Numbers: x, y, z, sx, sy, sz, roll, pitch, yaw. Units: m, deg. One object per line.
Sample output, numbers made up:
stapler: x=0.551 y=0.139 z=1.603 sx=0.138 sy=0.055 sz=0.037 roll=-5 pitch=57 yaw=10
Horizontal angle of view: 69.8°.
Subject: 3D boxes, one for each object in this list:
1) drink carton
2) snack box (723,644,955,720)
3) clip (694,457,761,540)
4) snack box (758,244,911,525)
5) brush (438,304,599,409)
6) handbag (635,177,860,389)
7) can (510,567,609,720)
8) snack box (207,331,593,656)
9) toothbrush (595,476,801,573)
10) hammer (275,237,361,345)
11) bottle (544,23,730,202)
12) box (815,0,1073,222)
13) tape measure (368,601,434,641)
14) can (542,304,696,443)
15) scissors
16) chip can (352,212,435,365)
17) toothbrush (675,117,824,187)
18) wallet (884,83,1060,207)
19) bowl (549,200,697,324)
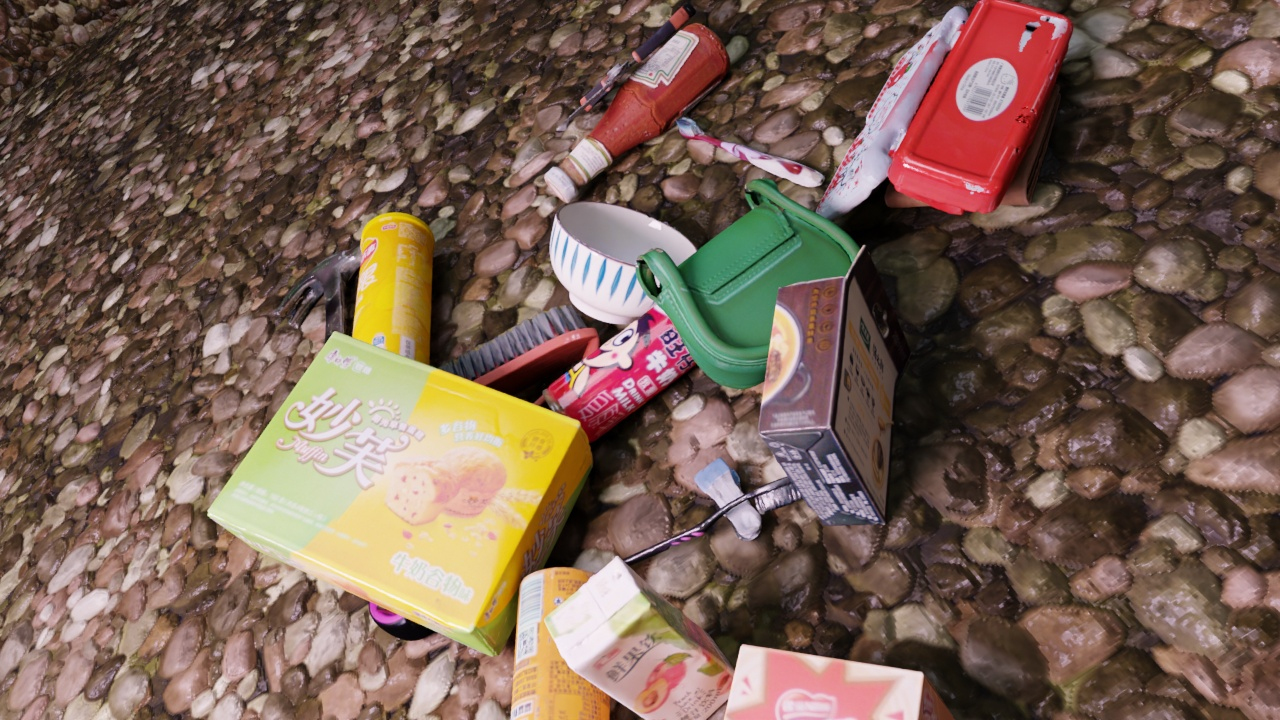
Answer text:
drink carton: x=0.003 y=0.157 z=0.499 sx=0.053 sy=0.122 sz=0.045 roll=-40 pitch=43 yaw=-1
snack box: x=0.092 y=0.200 z=0.440 sx=0.093 sy=0.077 sz=0.094 roll=-1 pitch=55 yaw=32
clip: x=0.059 y=0.091 z=0.590 sx=0.027 sy=0.043 sz=0.058 roll=-33 pitch=52 yaw=1
snack box: x=0.119 y=0.017 z=0.543 sx=0.053 sy=0.113 sz=0.125 roll=-7 pitch=52 yaw=28
brush: x=-0.096 y=0.015 z=0.726 sx=0.146 sy=0.063 sz=0.069 roll=-28 pitch=76 yaw=9
handbag: x=0.076 y=-0.054 z=0.619 sx=0.131 sy=0.068 sz=0.120 roll=-38 pitch=78 yaw=-14
can: x=-0.047 y=0.199 z=0.543 sx=0.058 sy=0.058 sz=0.145 roll=-18 pitch=48 yaw=19
snack box: x=-0.160 y=0.087 z=0.635 sx=0.210 sy=0.070 sz=0.157 roll=19 pitch=63 yaw=15
toothbrush: x=0.020 y=0.118 z=0.585 sx=0.189 sy=0.014 sz=0.017 roll=-30 pitch=70 yaw=20
hammer: x=-0.291 y=0.004 z=0.876 sx=0.126 sy=0.032 sz=0.322 roll=-29 pitch=45 yaw=10
bottle: x=-0.005 y=-0.227 z=0.857 sx=0.206 sy=0.060 sz=0.060 roll=-44 pitch=45 yaw=-5
box: x=0.212 y=-0.180 z=0.654 sx=0.155 sy=0.074 sz=0.200 roll=4 pitch=51 yaw=42
tape measure: x=-0.165 y=0.168 z=0.656 sx=0.057 sy=0.039 sz=0.057 roll=0 pitch=56 yaw=33
can: x=-0.004 y=0.004 z=0.675 sx=0.133 sy=0.053 sz=0.053 roll=-37 pitch=44 yaw=2
scissors: x=-0.014 y=-0.273 z=0.855 sx=0.189 sy=0.015 sz=0.225 roll=-42 pitch=14 yaw=0
chip can: x=-0.226 y=-0.043 z=0.844 sx=0.072 sy=0.072 sz=0.213 roll=-24 pitch=47 yaw=14
toothbrush: x=0.090 y=-0.182 z=0.790 sx=0.016 sy=0.017 sz=0.187 roll=-46 pitch=44 yaw=-8
wallet: x=0.244 y=-0.157 z=0.671 sx=0.101 sy=0.020 sz=0.115 roll=7 pitch=57 yaw=37
bowl: x=-0.018 y=-0.071 z=0.719 sx=0.116 sy=0.116 sz=0.066 roll=53 pitch=132 yaw=46
